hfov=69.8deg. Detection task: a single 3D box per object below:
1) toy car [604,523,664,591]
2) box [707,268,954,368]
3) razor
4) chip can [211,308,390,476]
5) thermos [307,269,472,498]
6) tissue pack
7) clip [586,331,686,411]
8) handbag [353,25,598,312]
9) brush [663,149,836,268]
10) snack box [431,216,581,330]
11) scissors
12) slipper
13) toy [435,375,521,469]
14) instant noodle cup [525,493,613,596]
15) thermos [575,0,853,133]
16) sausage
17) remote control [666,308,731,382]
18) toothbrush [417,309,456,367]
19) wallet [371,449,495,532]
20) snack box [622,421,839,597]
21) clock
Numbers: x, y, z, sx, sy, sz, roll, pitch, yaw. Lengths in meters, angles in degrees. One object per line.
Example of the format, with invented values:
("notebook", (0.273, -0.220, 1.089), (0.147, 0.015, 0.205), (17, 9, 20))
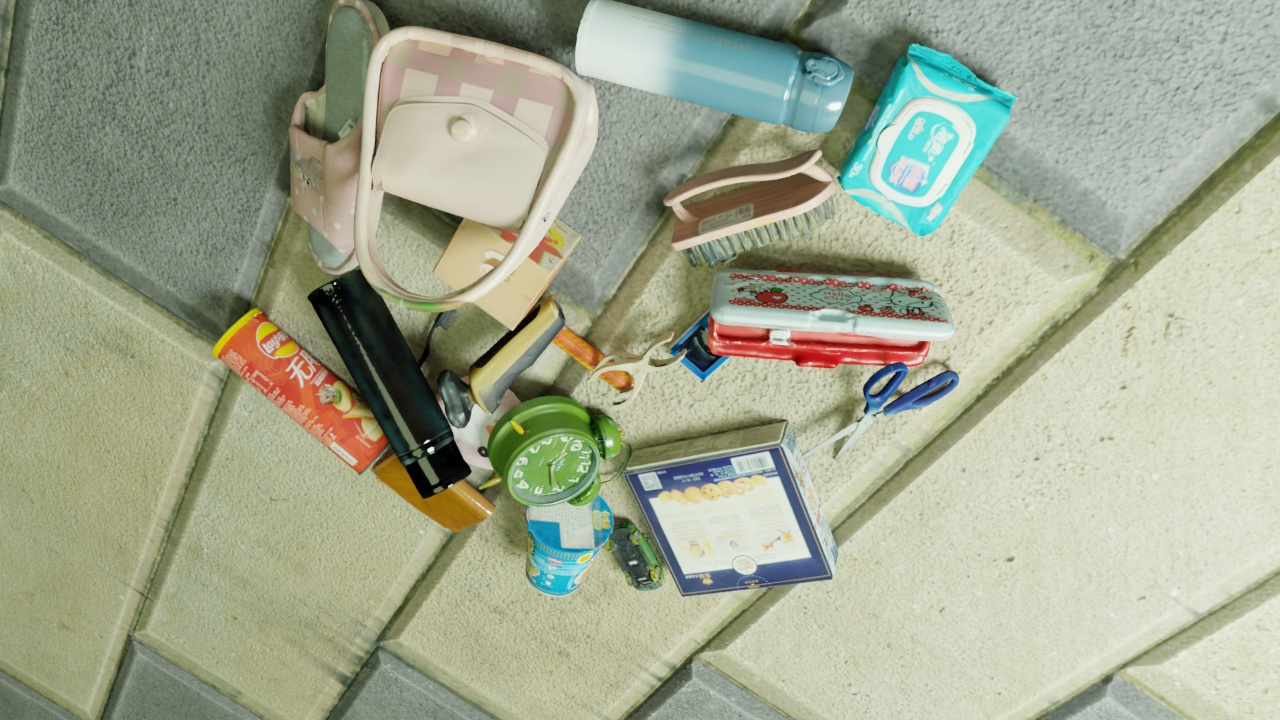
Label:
("toy car", (-0.005, 0.225, 1.056), (0.043, 0.036, 0.091), (-17, 114, 27))
("box", (0.159, -0.023, 0.800), (0.201, 0.100, 0.095), (4, 122, 4))
("razor", (-0.139, -0.002, 0.917), (0.168, 0.062, 0.067), (-43, 113, 15))
("chip can", (-0.376, 0.037, 1.040), (0.216, 0.073, 0.073), (43, 123, -9))
("thermos", (-0.266, 0.028, 0.972), (0.090, 0.068, 0.242), (-18, 99, 57))
("tissue pack", (0.225, -0.176, 0.732), (0.093, 0.050, 0.134), (26, 124, 2))
("clip", (-0.013, -0.001, 0.900), (0.086, 0.034, 0.104), (36, 122, -3))
("handbag", (-0.155, -0.151, 0.775), (0.193, 0.093, 0.234), (18, 84, 9))
("brush", (0.096, -0.134, 0.791), (0.146, 0.063, 0.073), (-14, 125, 24))
("snack box", (-0.124, -0.100, 0.863), (0.093, 0.094, 0.077), (36, 123, -5))
("scissors", (0.227, 0.049, 0.868), (0.163, 0.012, 0.162), (-15, 148, 0))
("slipper", (-0.287, -0.201, 0.859), (0.114, 0.054, 0.275), (41, 127, 28))
("toy", (-0.190, 0.074, 1.018), (0.160, 0.054, 0.121), (-12, 116, 32))
("instant noodle cup", (-0.090, 0.210, 1.047), (0.099, 0.099, 0.110), (21, 133, 5))
("thermos", (0.059, -0.238, 0.740), (0.220, 0.070, 0.070), (16, 123, 8))
("sausage", (-0.065, -0.013, 0.941), (0.165, 0.021, 0.022), (37, 124, -6))
("remote control", (0.081, -0.031, 0.881), (0.049, 0.024, 0.125), (41, 122, -8))
("toothbrush", (-0.243, 0.006, 1.016), (0.016, 0.014, 0.190), (20, 128, -22))
("wallet", (-0.249, 0.153, 1.079), (0.130, 0.035, 0.119), (42, 142, -16))
("snack box", (0.098, 0.164, 0.981), (0.178, 0.045, 0.182), (-13, 115, 24))
("clock", (-0.084, 0.101, 0.972), (0.161, 0.056, 0.116), (10, 122, -32))
